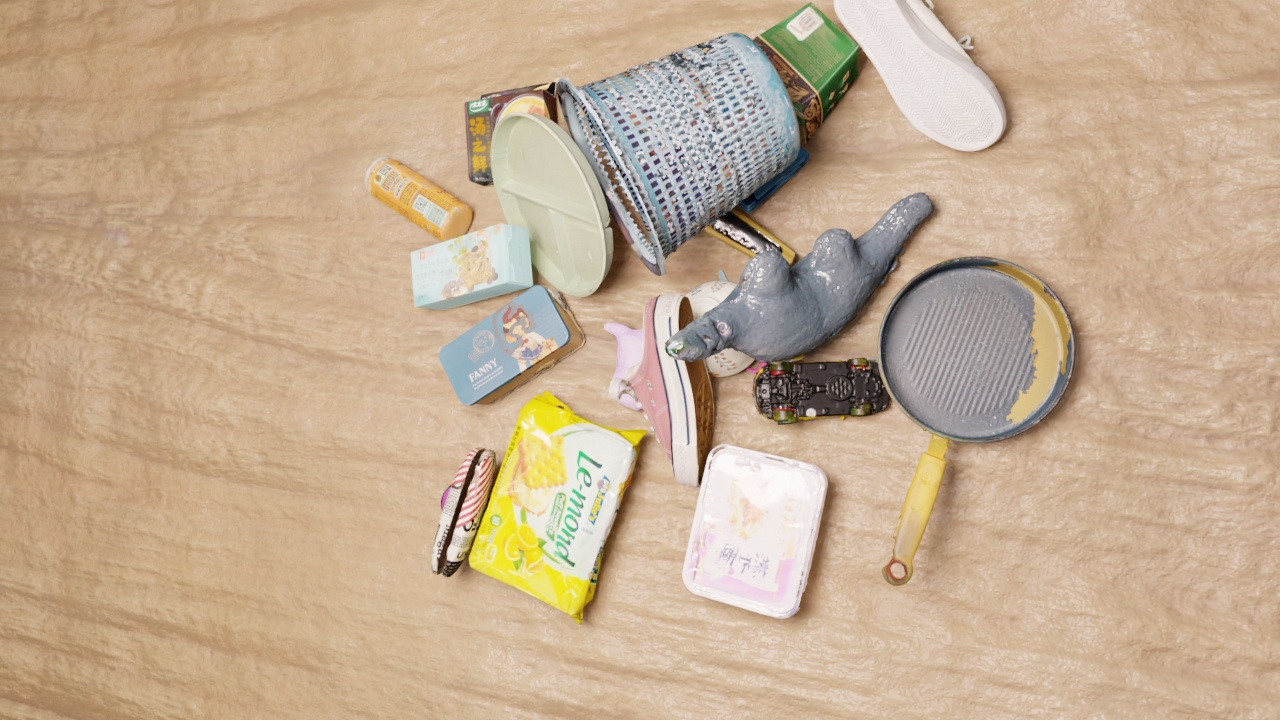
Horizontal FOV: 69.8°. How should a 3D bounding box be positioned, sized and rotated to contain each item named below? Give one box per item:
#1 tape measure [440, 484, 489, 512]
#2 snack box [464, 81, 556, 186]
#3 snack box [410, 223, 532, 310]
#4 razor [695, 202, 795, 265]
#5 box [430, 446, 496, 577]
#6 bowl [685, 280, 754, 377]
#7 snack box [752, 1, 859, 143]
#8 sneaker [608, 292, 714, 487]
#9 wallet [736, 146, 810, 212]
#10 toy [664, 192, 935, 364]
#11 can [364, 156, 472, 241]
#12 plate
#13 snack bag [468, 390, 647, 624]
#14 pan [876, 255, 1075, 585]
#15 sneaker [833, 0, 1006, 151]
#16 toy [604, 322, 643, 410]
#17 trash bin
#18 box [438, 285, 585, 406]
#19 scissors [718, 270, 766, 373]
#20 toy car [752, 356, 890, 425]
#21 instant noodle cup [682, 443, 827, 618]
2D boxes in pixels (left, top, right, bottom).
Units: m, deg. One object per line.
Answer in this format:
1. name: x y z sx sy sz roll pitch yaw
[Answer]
1. tape measure: -0.222 0.180 1.166 0.058 0.039 0.057 -37 84 5
2. snack box: -0.164 -0.295 1.181 0.113 0.053 0.125 -5 90 18
3. snack box: -0.214 -0.115 1.154 0.175 0.051 0.074 -10 83 36
4. razor: 0.106 -0.156 1.073 0.167 0.067 0.062 34 96 11
5. box: -0.208 0.185 1.111 0.060 0.072 0.164 22 95 26
6. bowl: 0.083 -0.040 1.060 0.114 0.062 0.113 -4 81 27
7. snack box: 0.182 -0.329 1.033 0.106 0.117 0.118 -44 77 5
8. sneaker: 0.025 0.036 1.031 0.088 0.118 0.241 0 121 21
9. wallet: 0.116 -0.247 1.077 0.106 0.040 0.133 -42 73 -14
10. toy: 0.171 -0.067 0.990 0.355 0.138 0.091 -28 56 -20
11. can: -0.292 -0.211 1.208 0.146 0.058 0.058 33 96 17
12. plate: -0.104 -0.183 1.083 0.027 0.231 0.230 -30 73 -29
13. snack bag: -0.099 0.174 1.110 0.158 0.068 0.246 20 92 19
14. pan: 0.322 0.063 0.961 0.198 0.078 0.357 20 90 13
15. sneaker: 0.313 -0.335 1.015 0.242 0.090 0.090 48 131 -3
16. toy: -0.007 0.006 1.107 0.084 0.039 0.108 4 93 13
17. trash bin: 0.050 -0.232 0.964 0.195 0.227 0.226 -29 77 -4
18. box: -0.166 -0.013 1.151 0.184 0.062 0.089 -34 76 11
19. scissors: 0.126 -0.052 1.082 0.134 0.017 0.133 -30 74 19
20. toy car: 0.205 0.034 1.032 0.156 0.041 0.071 -4 84 3
21. instant noodle cup: 0.132 0.189 1.037 0.138 0.060 0.173 12 91 19
